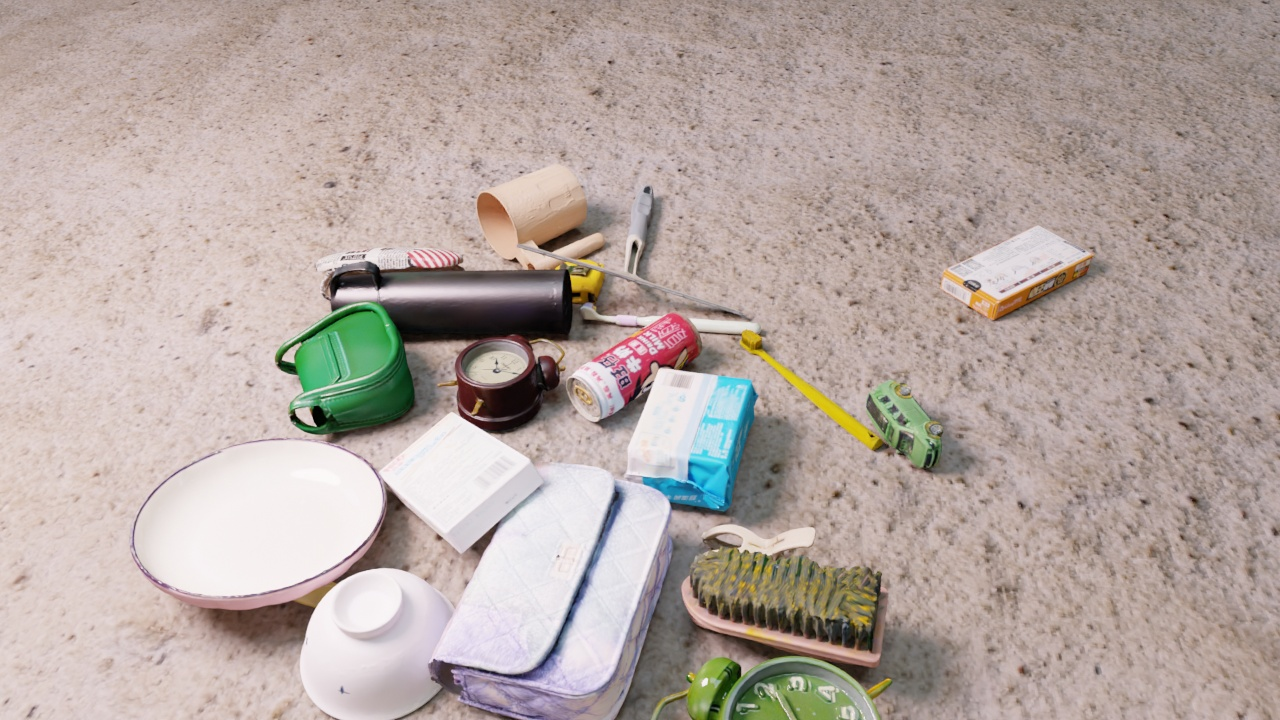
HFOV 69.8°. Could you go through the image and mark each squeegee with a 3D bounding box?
[{"bbox_3d":[-0.005,-0.137,1.055,0.246,0.039,0.246,16,34,-6],"label":"squeegee"}]

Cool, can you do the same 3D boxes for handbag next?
[{"bbox_3d":[-0.057,0.165,0.681,0.134,0.076,0.193,7,41,15],"label":"handbag"},{"bbox_3d":[-0.285,0.009,0.882,0.120,0.068,0.131,-20,43,-17],"label":"handbag"}]

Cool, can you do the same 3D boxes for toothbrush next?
[{"bbox_3d":[0.031,-0.042,0.957,0.190,0.029,0.020,6,84,9],"label":"toothbrush"},{"bbox_3d":[0.158,0.024,0.874,0.015,0.017,0.190,-26,46,-23],"label":"toothbrush"}]

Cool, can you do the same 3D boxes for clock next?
[{"bbox_3d":[-0.126,0.015,0.874,0.121,0.055,0.082,-32,48,-31],"label":"clock"},{"bbox_3d":[0.085,0.248,0.590,0.161,0.056,0.115,1,40,5],"label":"clock"}]

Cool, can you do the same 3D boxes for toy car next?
[{"bbox_3d":[0.233,0.057,0.811,0.036,0.043,0.091,-14,40,-16],"label":"toy car"}]

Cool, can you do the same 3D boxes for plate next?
[{"bbox_3d":[-0.304,0.134,0.745,0.192,0.039,0.192,3,32,-2],"label":"plate"}]

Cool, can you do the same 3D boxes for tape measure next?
[{"bbox_3d":[-0.069,-0.090,1.012,0.057,0.029,0.059,5,41,11],"label":"tape measure"}]

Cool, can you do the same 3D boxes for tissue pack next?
[{"bbox_3d":[0.047,0.067,0.796,0.090,0.063,0.139,7,41,14],"label":"tissue pack"}]

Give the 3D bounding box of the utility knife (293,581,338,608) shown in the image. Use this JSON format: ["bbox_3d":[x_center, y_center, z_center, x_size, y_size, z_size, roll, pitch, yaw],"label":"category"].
[{"bbox_3d":[-0.295,0.174,0.731,0.178,0.019,0.030,10,47,17],"label":"utility knife"}]

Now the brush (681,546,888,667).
[{"bbox_3d":[0.100,0.179,0.658,0.146,0.073,0.063,6,41,17],"label":"brush"}]

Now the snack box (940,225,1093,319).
[{"bbox_3d":[0.406,-0.097,0.990,0.153,0.026,0.075,-24,44,-23],"label":"snack box"}]

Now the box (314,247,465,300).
[{"bbox_3d":[-0.276,-0.108,1.011,0.163,0.077,0.074,-2,35,5],"label":"box"}]

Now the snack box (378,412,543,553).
[{"bbox_3d":[-0.151,0.095,0.752,0.084,0.027,0.157,-41,30,-20],"label":"snack box"}]

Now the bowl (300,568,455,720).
[{"bbox_3d":[-0.192,0.192,0.663,0.118,0.065,0.118,1,44,-1],"label":"bowl"}]

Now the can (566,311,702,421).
[{"bbox_3d":[-0.005,0.005,0.878,0.132,0.053,0.053,-33,49,-30],"label":"can"}]

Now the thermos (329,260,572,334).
[{"bbox_3d":[-0.195,-0.065,0.946,0.242,0.090,0.068,0,58,3],"label":"thermos"}]

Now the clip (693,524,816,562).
[{"bbox_3d":[0.090,0.150,0.713,0.097,0.060,0.034,2,40,23],"label":"clip"}]

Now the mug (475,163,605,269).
[{"bbox_3d":[-0.114,-0.161,1.068,0.103,0.084,0.124,-30,72,-30],"label":"mug"}]
